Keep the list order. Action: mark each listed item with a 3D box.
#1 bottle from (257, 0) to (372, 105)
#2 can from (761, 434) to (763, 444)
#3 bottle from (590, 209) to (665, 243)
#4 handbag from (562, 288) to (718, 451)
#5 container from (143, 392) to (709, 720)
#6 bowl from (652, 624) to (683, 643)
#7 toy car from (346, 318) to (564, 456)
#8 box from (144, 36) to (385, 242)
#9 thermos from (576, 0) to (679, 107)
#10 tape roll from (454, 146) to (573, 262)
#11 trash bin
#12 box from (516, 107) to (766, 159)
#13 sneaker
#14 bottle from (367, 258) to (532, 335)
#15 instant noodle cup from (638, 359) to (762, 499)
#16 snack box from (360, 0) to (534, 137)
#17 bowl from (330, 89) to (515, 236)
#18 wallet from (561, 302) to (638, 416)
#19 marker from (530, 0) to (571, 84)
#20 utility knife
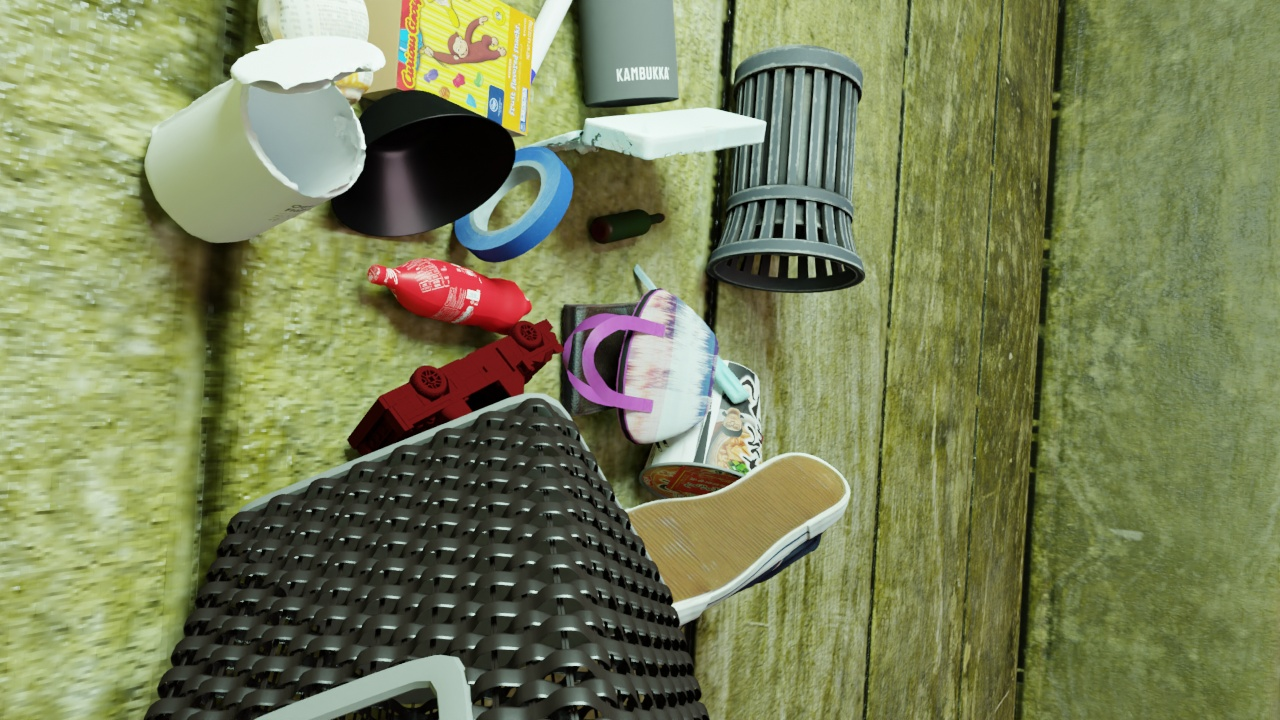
[{"bbox_3d":[-0.195,-0.209,0.546,0.063,0.063,0.109,-14,104,-54],"label":"bottle"},{"bbox_3d":[0.090,0.123,0.988,0.063,0.063,0.114,37,63,-50],"label":"can"},{"bbox_3d":[-0.008,-0.128,0.857,0.105,0.025,0.025,-23,112,-52],"label":"bottle"},{"bbox_3d":[-0.005,0.005,0.797,0.169,0.068,0.144,13,86,-56],"label":"handbag"},{"bbox_3d":[-0.096,0.201,0.499,0.243,0.247,0.246,-104,170,-54],"label":"container"},{"bbox_3d":[0.002,0.206,0.870,0.115,0.059,0.115,-7,99,-55],"label":"bowl"},{"bbox_3d":[-0.119,0.028,0.656,0.062,0.070,0.169,52,40,6],"label":"toy car"},{"bbox_3d":[-0.190,-0.121,0.479,0.081,0.161,0.092,-38,112,-53],"label":"box"},{"bbox_3d":[-0.016,-0.342,0.775,0.082,0.082,0.240,-19,109,-53],"label":"thermos"},{"bbox_3d":[-0.094,-0.115,0.674,0.016,0.093,0.091,44,52,-48],"label":"tape roll"},{"bbox_3d":[0.162,-0.203,0.984,0.164,0.165,0.227,18,75,-55],"label":"trash bin"},{"bbox_3d":[0.007,-0.192,0.773,0.196,0.136,0.043,-24,117,-52],"label":"box"},{"bbox_3d":[0.050,0.174,0.776,0.293,0.121,0.127,-15,133,-38],"label":"sneaker"},{"bbox_3d":[-0.136,-0.048,0.662,0.141,0.042,0.042,13,82,-54],"label":"bottle"},{"bbox_3d":[0.069,0.071,0.917,0.123,0.124,0.121,44,49,-48],"label":"instant noodle cup"},{"bbox_3d":[-0.135,-0.217,0.651,0.125,0.040,0.088,4,89,-55],"label":"snack box"},{"bbox_3d":[-0.150,-0.139,0.604,0.123,0.124,0.052,1,58,-55],"label":"bowl"},{"bbox_3d":[-0.028,-0.004,0.837,0.119,0.031,0.099,-6,101,-56],"label":"wallet"},{"bbox_3d":[-0.074,-0.268,0.726,0.020,0.020,0.141,34,78,-51],"label":"marker"},{"bbox_3d":[0.048,-0.027,0.880,0.168,0.016,0.022,52,49,2],"label":"utility knife"}]
